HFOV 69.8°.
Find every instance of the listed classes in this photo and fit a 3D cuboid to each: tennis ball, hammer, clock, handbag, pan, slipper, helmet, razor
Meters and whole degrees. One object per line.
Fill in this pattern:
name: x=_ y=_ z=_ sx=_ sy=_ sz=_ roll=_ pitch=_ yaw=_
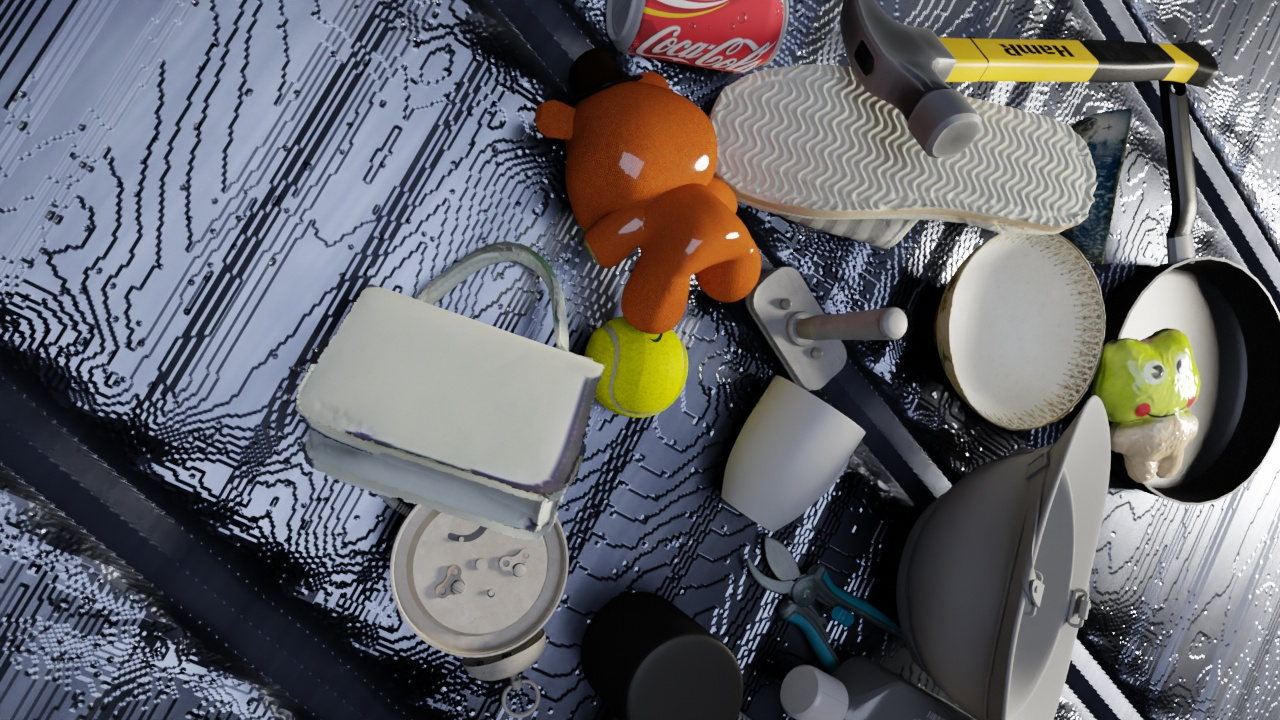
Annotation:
tennis ball: x=-0.003 y=0.003 z=0.581 sx=0.065 sy=0.065 sz=0.065 roll=-1 pitch=93 yaw=-21
hammer: x=0.286 y=-0.214 z=0.647 sx=0.324 sy=0.034 sz=0.169 roll=-7 pitch=55 yaw=-23
clock: x=-0.095 y=0.141 z=0.559 sx=0.103 sy=0.061 sz=0.157 roll=-19 pitch=92 yaw=-20
handbag: x=-0.095 y=0.005 z=0.535 sx=0.151 sy=0.074 sz=0.175 roll=18 pitch=54 yaw=-2
pan: x=0.442 y=-0.057 z=0.756 sx=0.203 sy=0.044 sz=0.356 roll=-13 pitch=97 yaw=-19
slipper: x=0.177 y=-0.136 z=0.629 sx=0.272 sy=0.054 sz=0.114 roll=5 pitch=84 yaw=-5
helmet: x=0.248 y=0.149 z=0.664 sx=0.183 sy=0.118 sz=0.271 roll=25 pitch=78 yaw=-51
razor: x=0.130 y=-0.022 z=0.603 sx=0.047 sy=0.116 sz=0.088 roll=-40 pitch=105 yaw=-20

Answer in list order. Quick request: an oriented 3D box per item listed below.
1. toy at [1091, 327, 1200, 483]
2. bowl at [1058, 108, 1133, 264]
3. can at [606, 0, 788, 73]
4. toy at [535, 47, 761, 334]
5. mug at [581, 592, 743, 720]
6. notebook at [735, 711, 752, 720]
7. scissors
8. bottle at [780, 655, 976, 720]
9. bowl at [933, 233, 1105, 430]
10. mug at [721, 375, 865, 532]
toy: x=0.387 y=0.037 z=0.698 sx=0.092 sy=0.043 sz=0.118 roll=-11 pitch=99 yaw=-18
bowl: x=0.329 y=-0.134 z=0.694 sx=0.114 sy=0.061 sz=0.114 roll=-37 pitch=133 yaw=-54
can: x=0.036 y=-0.221 z=0.584 sx=0.104 sy=0.064 sz=0.064 roll=3 pitch=92 yaw=-21
toy: x=0.006 y=-0.109 z=0.561 sx=0.112 sy=0.096 sz=0.176 roll=-23 pitch=96 yaw=-28
mug: x=0.006 y=0.215 z=0.585 sx=0.078 sy=0.088 sz=0.113 roll=20 pitch=86 yaw=-20
notebook: x=0.063 y=0.339 z=0.653 sx=0.206 sy=0.016 sz=0.149 roll=41 pitch=80 yaw=-18
scissors: x=0.137 y=0.189 z=0.670 sx=0.155 sy=0.019 sz=0.124 roll=3 pitch=92 yaw=-20
bottle: x=0.167 y=0.263 z=0.654 sx=0.174 sy=0.046 sz=0.083 roll=35 pitch=82 yaw=-29
bowl: x=0.268 y=-0.024 z=0.683 sx=0.145 sy=0.063 sz=0.145 roll=-1 pitch=94 yaw=-20
mug: x=0.107 y=0.074 z=0.634 sx=0.107 sy=0.071 sz=0.089 roll=34 pitch=90 yaw=-47
